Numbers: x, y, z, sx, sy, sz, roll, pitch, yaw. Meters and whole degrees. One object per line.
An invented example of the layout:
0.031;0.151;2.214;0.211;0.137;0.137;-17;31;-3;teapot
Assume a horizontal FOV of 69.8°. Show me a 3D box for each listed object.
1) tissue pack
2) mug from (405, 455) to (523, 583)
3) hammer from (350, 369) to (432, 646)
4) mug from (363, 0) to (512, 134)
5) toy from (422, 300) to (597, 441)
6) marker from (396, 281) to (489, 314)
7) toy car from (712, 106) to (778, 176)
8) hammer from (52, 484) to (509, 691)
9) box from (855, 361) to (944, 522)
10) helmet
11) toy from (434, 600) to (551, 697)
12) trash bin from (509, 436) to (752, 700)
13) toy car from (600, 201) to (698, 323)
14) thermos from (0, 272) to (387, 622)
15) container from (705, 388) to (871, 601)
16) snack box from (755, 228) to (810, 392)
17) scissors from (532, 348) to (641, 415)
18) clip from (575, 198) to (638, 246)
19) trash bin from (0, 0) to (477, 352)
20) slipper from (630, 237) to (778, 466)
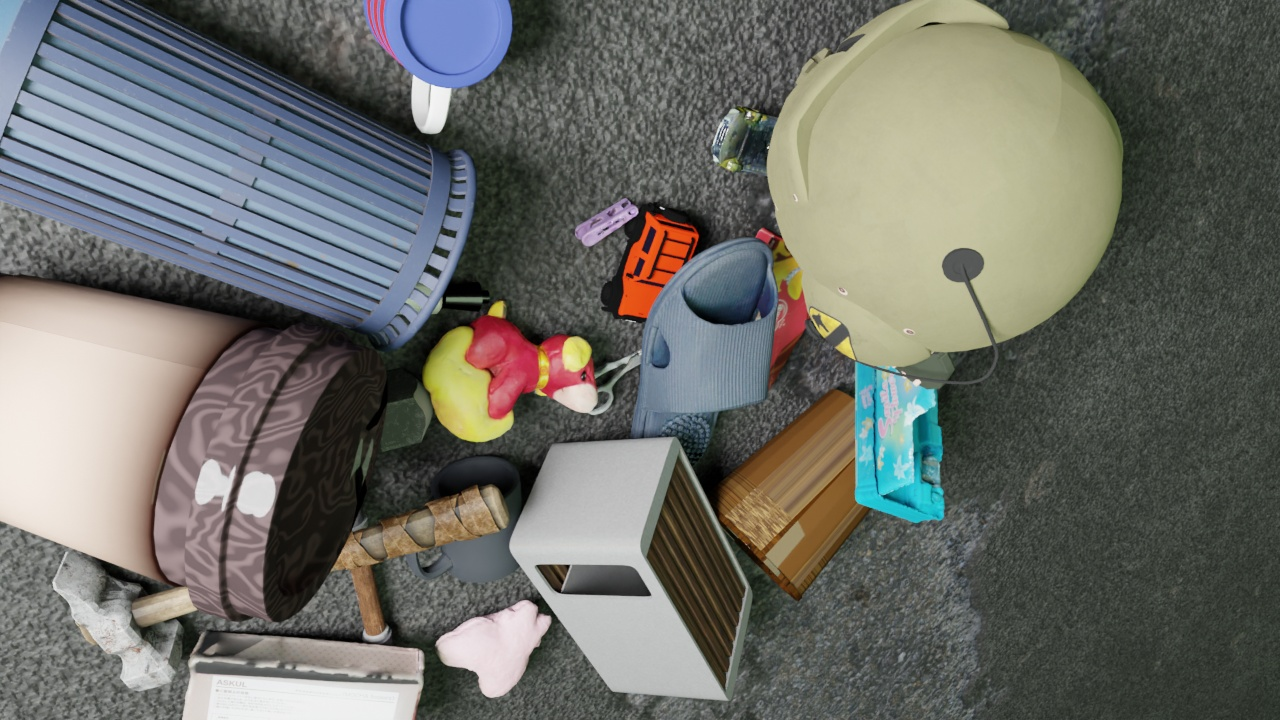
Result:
-0.280;0.279;0.767;0.181;0.071;0.104;9;111;-18;tissue pack
-0.144;0.136;0.747;0.104;0.071;0.077;-28;129;-37;mug
-0.230;0.162;0.749;0.155;0.043;0.323;-14;125;-20;hammer
-0.128;-0.196;0.571;0.074;0.076;0.112;-3;118;-26;mug
-0.101;0.006;0.710;0.137;0.067;0.105;-8;94;-27;toy
-0.172;-0.046;0.666;0.125;0.025;0.025;-2;118;-26;marker
0.095;-0.172;0.723;0.105;0.033;0.048;-2;122;-44;toy car
-0.254;0.151;0.676;0.319;0.049;0.122;-16;126;-2;hammer
0.220;0.011;0.789;0.083;0.226;0.172;-2;157;19;box
0.200;-0.127;0.644;0.250;0.255;0.233;-42;129;-1;helmet
-0.127;0.259;0.844;0.096;0.053;0.099;-40;126;-4;toy
0.002;0.185;0.800;0.115;0.114;0.229;-5;131;26;trash bin
0.009;-0.074;0.728;0.051;0.049;0.100;9;113;-31;toy car
-0.286;0.039;0.529;0.226;0.172;0.173;16;112;1;thermos
0.159;0.121;0.873;0.167;0.132;0.132;-44;128;-6;container
0.110;-0.042;0.815;0.089;0.021;0.133;19;107;-33;snack box
-0.009;-0.006;0.773;0.172;0.014;0.090;-44;130;10;scissors
-0.024;-0.106;0.707;0.053;0.037;0.013;-43;130;-17;clip
-0.237;-0.111;0.527;0.249;0.139;0.139;23;105;-33;trash bin
0.052;0.023;0.750;0.101;0.082;0.264;-8;136;-24;slipper
